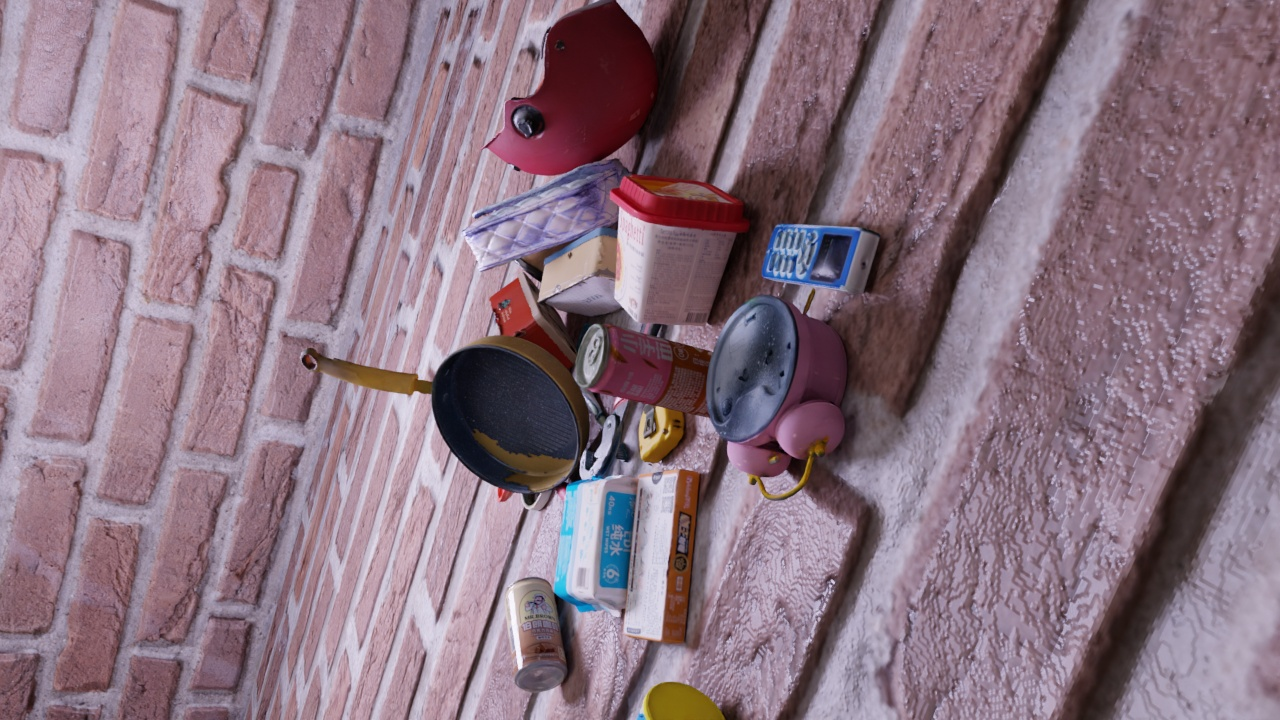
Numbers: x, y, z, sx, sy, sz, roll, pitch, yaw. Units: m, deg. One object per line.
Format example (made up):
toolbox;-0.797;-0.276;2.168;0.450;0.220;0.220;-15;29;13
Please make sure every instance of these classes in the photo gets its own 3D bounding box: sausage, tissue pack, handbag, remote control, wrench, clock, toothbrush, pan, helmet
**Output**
sausage;-0.068;0.169;1.031;0.156;0.020;0.020;34;108;63
tissue pack;-0.037;0.181;0.912;0.090;0.063;0.140;-17;64;57
handbag;-0.109;-0.175;1.089;0.194;0.075;0.134;-16;15;23
remote control;0.141;-0.082;0.730;0.125;0.024;0.049;23;99;65
wrench;-0.006;0.006;0.972;0.056;0.016;0.273;31;101;61
clock;0.106;0.029;0.707;0.117;0.059;0.158;-36;45;52
toothbrush;-0.050;0.062;1.050;0.016;0.018;0.191;-66;29;18
pan;-0.230;0.043;1.076;0.078;0.357;0.198;-48;-25;-55
helmet;-0.072;-0.305;1.104;0.241;0.144;0.206;-46;10;29

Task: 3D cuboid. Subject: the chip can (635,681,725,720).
chip can;-0.005;0.363;0.750;0.211;0.071;0.071;-65;28;23

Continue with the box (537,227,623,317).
box;-0.046;-0.097;1.041;0.185;0.089;0.059;-17;62;58

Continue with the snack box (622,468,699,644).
snack box;0.018;0.179;0.846;0.075;0.026;0.153;-20;61;59

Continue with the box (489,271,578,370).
box;-0.140;-0.034;1.149;0.076;0.091;0.168;-37;28;4

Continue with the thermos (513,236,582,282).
thermos;-0.107;-0.164;1.205;0.143;0.093;0.093;-61;29;11

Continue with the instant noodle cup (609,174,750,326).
instant noodle cup;0.029;-0.104;0.879;0.116;0.116;0.124;-131;47;-59

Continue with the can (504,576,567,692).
can;-0.118;0.304;1.021;0.059;0.058;0.116;-60;30;31

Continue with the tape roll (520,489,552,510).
tape roll;-0.131;0.149;1.174;0.086;0.014;0.085;-40;44;51

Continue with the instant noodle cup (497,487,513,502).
instant noodle cup;-0.169;0.070;1.202;0.165;0.079;0.188;-59;20;25

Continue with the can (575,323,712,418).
can;0.022;0.012;0.781;0.058;0.147;0.057;-40;43;51

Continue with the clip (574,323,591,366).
clip;-0.070;-0.017;1.133;0.054;0.013;0.033;-67;26;20

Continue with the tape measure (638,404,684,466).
tape measure;0.017;0.065;0.901;0.060;0.029;0.057;-48;37;44
